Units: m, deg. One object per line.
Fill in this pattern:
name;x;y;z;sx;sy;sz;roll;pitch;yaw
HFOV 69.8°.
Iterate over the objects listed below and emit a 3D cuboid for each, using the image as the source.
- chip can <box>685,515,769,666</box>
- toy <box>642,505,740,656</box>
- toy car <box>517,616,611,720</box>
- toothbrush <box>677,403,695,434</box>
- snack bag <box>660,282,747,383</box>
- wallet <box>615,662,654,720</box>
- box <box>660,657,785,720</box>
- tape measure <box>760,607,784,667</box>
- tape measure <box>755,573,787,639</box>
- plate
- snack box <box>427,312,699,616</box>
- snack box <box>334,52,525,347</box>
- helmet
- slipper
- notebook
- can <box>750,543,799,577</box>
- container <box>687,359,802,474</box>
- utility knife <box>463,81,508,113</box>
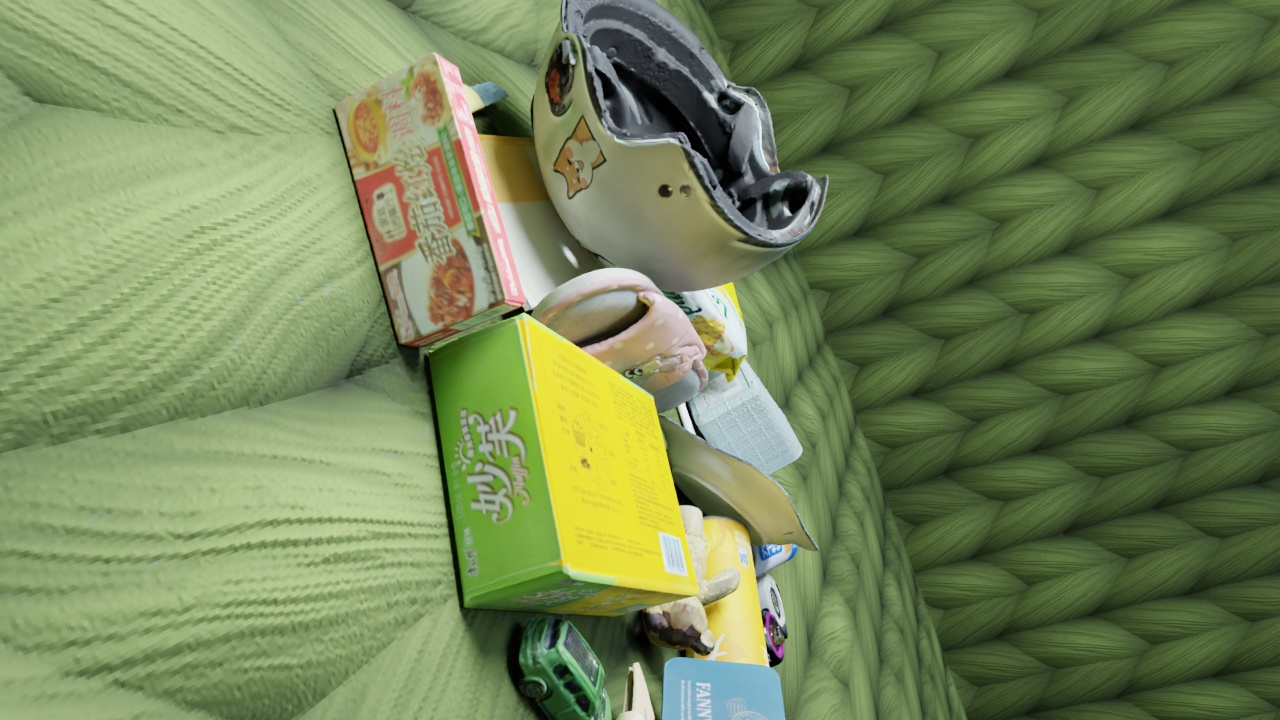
chip can;0.071;0.238;0.763;0.072;0.072;0.213;54;23;-42
toy;0.026;0.166;0.740;0.105;0.066;0.157;28;28;-16
toy car;-0.041;0.190;0.537;0.043;0.036;0.091;-81;151;-59
toothbrush;0.038;0.020;0.996;0.016;0.016;0.180;4;67;-70
snack bag;0.030;-0.103;0.980;0.246;0.068;0.157;50;23;-28
wallet;-0.005;0.253;0.561;0.115;0.024;0.087;-83;173;-53
box;0.053;0.271;0.602;0.184;0.090;0.062;-88;-178;-67
tape measure;0.122;0.281;0.923;0.057;0.039;0.057;20;52;-68
tape measure;0.131;0.262;0.983;0.066;0.034;0.065;56;20;-45
plate;0.082;0.127;0.864;0.164;0.034;0.164;27;-20;39
snack box;-0.042;0.078;0.594;0.210;0.070;0.157;34;39;-62
snack box;-0.122;-0.091;0.528;0.025;0.075;0.153;6;65;-69
helmet;0.007;-0.162;0.746;0.229;0.157;0.274;-5;55;-49
slipper;-0.004;0.004;0.731;0.054;0.114;0.274;67;8;23
notebook;-0.075;-0.117;0.744;0.146;0.010;0.205;63;24;1
can;0.122;0.198;0.966;0.134;0.053;0.053;2;68;-62
container;0.110;0.066;1.032;0.111;0.090;0.090;54;9;-32
utility knife;-0.137;-0.193;0.687;0.031;0.022;0.215;49;28;-11
